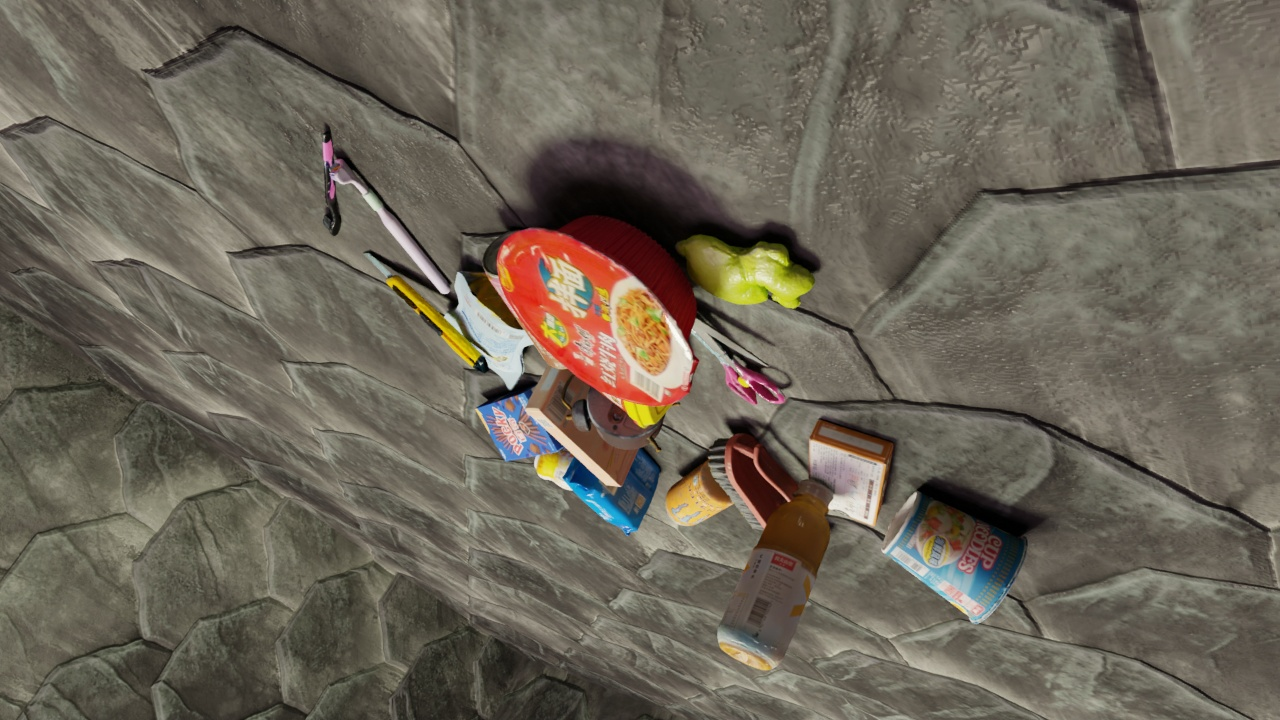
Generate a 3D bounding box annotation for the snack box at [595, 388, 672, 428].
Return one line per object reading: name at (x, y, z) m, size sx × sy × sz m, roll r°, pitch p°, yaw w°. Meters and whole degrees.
snack box at (-0.005, 0.005, 0.875) m, size 0.080 × 0.081 × 0.091 m, roll 31°, pitch 157°, yaw 26°

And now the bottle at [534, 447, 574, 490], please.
bottle at (-0.084, 0.143, 1.218) m, size 0.108 × 0.063 × 0.063 m, roll 23°, pitch 154°, yaw 11°

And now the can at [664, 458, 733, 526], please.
can at (0.076, 0.157, 1.095) m, size 0.058 × 0.058 × 0.146 m, roll 30°, pitch 155°, yaw -4°

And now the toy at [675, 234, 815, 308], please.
toy at (0.079, -0.067, 0.704) m, size 0.096 × 0.031 × 0.100 m, roll 39°, pitch 152°, yaw -27°

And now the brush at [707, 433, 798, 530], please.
brush at (0.129, 0.129, 0.988) m, size 0.069 × 0.063 × 0.146 m, roll 1°, pitch 142°, yaw 38°

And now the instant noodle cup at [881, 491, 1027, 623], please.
instant noodle cup at (0.300, 0.186, 0.896) m, size 0.110 × 0.099 × 0.099 m, roll 30°, pitch 156°, yaw 10°

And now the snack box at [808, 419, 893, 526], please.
snack box at (0.208, 0.116, 0.923) m, size 0.075 × 0.026 × 0.154 m, roll 18°, pitch 153°, yaw 20°

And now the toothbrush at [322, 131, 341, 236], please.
toothbrush at (-0.309, -0.173, 0.908) m, size 0.018 × 0.014 × 0.190 m, roll 40°, pitch 154°, yaw 2°

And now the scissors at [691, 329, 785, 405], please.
scissors at (0.074, -0.001, 0.856) m, size 0.137 × 0.017 × 0.077 m, roll 40°, pitch 160°, yaw -15°

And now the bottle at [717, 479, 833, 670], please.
bottle at (0.140, 0.207, 0.908) m, size 0.068 × 0.189 × 0.068 m, roll 24°, pitch 157°, yaw 11°

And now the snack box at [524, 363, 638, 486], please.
snack box at (-0.057, 0.065, 1.022) m, size 0.026 × 0.084 × 0.157 m, roll -2°, pitch 142°, yaw 41°

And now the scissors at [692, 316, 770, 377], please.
scissors at (0.032, -0.046, 0.800) m, size 0.171 × 0.014 × 0.159 m, roll 16°, pitch 151°, yaw 26°

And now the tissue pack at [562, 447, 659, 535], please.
tissue pack at (-0.033, 0.145, 1.139) m, size 0.052 × 0.094 × 0.157 m, roll 8°, pitch 150°, yaw 38°

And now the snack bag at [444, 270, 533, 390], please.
snack bag at (-0.166, -0.031, 1.003) m, size 0.110 × 0.038 × 0.191 m, roll 31°, pitch 156°, yaw -5°

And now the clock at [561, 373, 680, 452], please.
clock at (-0.025, 0.045, 0.959) m, size 0.122 × 0.082 × 0.055 m, roll 20°, pitch 160°, yaw 11°

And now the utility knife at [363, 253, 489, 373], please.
utility knife at (-0.239, -0.053, 1.015) m, size 0.193 × 0.015 × 0.033 m, roll 43°, pitch 152°, yaw 1°

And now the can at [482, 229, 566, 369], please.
can at (-0.092, -0.054, 0.865) m, size 0.058 × 0.057 × 0.147 m, roll 12°, pitch 151°, yaw 29°

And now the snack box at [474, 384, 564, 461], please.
snack box at (-0.155, 0.083, 1.182) m, size 0.157 × 0.026 × 0.084 m, roll -18°, pitch 104°, yaw 56°

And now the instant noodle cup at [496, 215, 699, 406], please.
instant noodle cup at (-0.024, -0.049, 0.758) m, size 0.194 × 0.065 × 0.194 m, roll 29°, pitch 150°, yaw 19°

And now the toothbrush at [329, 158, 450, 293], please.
toothbrush at (-0.246, -0.128, 0.924) m, size 0.021 × 0.029 × 0.189 m, roll -23°, pitch 137°, yaw 11°
